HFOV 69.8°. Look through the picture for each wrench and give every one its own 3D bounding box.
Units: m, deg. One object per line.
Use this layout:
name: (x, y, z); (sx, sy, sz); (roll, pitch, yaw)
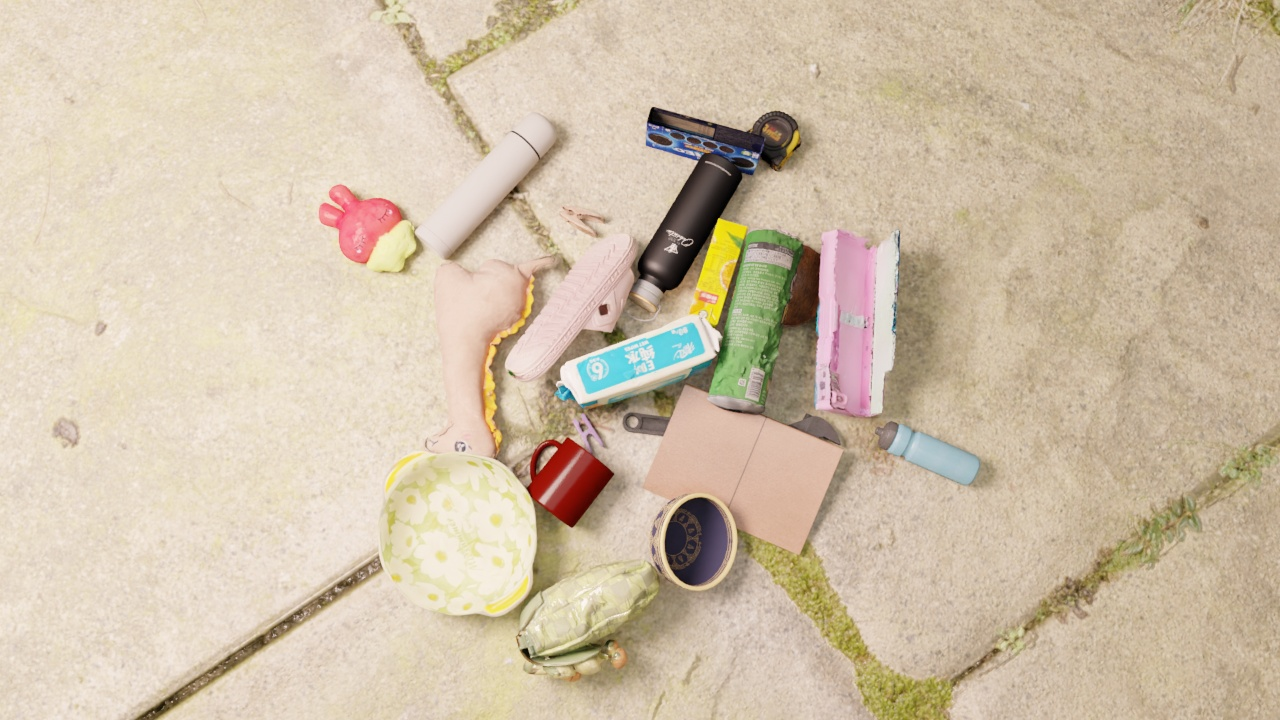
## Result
wrench: (0.113, 0.091, 1.148); (0.273, 0.018, 0.073); (7, 80, 2)

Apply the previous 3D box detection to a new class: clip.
clip: (-0.073, -0.190, 1.190); (0.061, 0.025, 0.043); (34, 81, 9)
clip: (-0.064, 0.090, 1.146); (0.036, 0.013, 0.053); (-44, 81, -9)

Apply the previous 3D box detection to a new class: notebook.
notebook: (0.125, 0.133, 1.131); (0.209, 0.008, 0.141); (23, 90, 3)

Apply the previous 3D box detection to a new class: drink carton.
drink carton: (0.095, -0.105, 1.160); (0.043, 0.058, 0.134); (17, 80, 4)

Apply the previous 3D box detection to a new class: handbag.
handbag: (-0.056, 0.304, 1.061); (0.186, 0.113, 0.117); (-24, 89, -6)

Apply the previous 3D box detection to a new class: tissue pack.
tissue pack: (-0.007, 0.006, 1.110); (0.209, 0.117, 0.066); (-19, 84, -4)

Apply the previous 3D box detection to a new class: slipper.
slipper: (-0.070, -0.057, 1.129); (0.064, 0.094, 0.238); (49, 66, -29)

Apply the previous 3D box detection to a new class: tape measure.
tape measure: (0.176, -0.294, 1.207); (0.067, 0.038, 0.062); (41, 90, 9)

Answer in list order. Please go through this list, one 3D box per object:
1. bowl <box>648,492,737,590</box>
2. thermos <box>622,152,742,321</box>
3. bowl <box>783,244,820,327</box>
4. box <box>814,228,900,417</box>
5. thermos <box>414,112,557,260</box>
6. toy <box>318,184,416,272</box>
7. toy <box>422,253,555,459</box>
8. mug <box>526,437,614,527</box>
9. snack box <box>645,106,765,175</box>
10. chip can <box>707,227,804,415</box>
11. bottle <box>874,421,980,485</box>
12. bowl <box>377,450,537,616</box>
bowl: (0.053, 0.214, 1.096); (0.112, 0.061, 0.112); (4, 83, -34)
thermos: (0.048, -0.152, 1.166); (0.061, 0.061, 0.231); (30, 81, 4)
bowl: (0.188, -0.095, 1.176); (0.102, 0.026, 0.114); (30, 79, 4)
box: (0.278, -0.049, 1.125); (0.085, 0.097, 0.230); (12, 77, -35)
thermos: (-0.195, -0.227, 1.179); (0.052, 0.052, 0.224); (40, 82, 6)
toy: (-0.348, -0.169, 1.170); (0.135, 0.045, 0.091); (40, 80, 0)
toy: (-0.185, -0.001, 1.136); (0.196, 0.065, 0.264); (-9, 83, -2)
mug: (-0.097, 0.140, 1.113); (0.106, 0.073, 0.082); (32, 80, 33)
snack box: (0.081, -0.281, 1.180); (0.150, 0.082, 0.027); (16, 81, 3)
chip can: (0.140, -0.045, 1.112); (0.075, 0.075, 0.223); (15, 79, 1)
bottle: (0.352, 0.112, 1.136); (0.130, 0.040, 0.040); (24, 80, 3)
bowl: (-0.213, 0.203, 1.094); (0.188, 0.060, 0.219); (-41, 85, -1)
